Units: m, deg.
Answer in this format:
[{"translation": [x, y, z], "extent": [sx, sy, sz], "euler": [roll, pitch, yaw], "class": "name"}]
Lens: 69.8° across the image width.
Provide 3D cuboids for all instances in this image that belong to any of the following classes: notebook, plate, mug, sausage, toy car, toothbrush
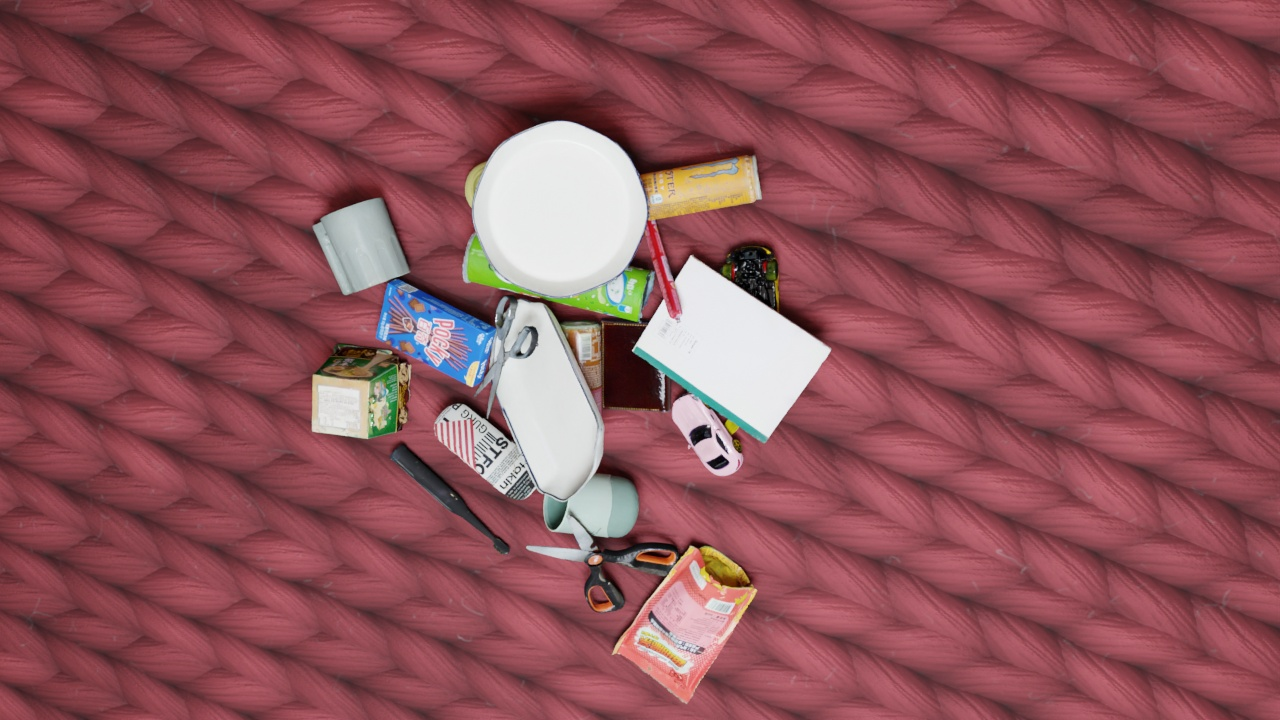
[{"translation": [0.110, -0.013, 1.150], "extent": [0.209, 0.012, 0.151], "euler": [35, 110, 9], "class": "notebook"}, {"translation": [-0.096, -0.178, 1.095], "extent": [0.205, 0.045, 0.205], "euler": [-1, 99, -8], "class": "plate"}, {"translation": [-0.370, -0.146, 1.203], "extent": [0.124, 0.083, 0.103], "euler": [-14, 102, 37], "class": "mug"}, {"translation": [-0.115, 0.047, 1.161], "extent": [0.162, 0.034, 0.265], "euler": [-49, 57, 38], "class": "plate"}, {"translation": [0.027, -0.118, 1.151], "extent": [0.020, 0.020, 0.155], "euler": [-19, 72, 11], "class": "sausage"}, {"translation": [0.142, -0.068, 1.158], "extent": [0.071, 0.041, 0.156], "euler": [-3, 99, 19], "class": "toy car"}, {"translation": [-0.263, 0.198, 1.280], "extent": [0.212, 0.026, 0.027], "euler": [44, 138, -4], "class": "toothbrush"}, {"translation": [0.085, 0.098, 1.198], "extent": [0.056, 0.037, 0.122], "euler": [-33, 94, 32], "class": "toy car"}, {"translation": [-0.070, 0.192, 1.217], "extent": [0.106, 0.112, 0.082], "euler": [10, 71, -27], "class": "mug"}]

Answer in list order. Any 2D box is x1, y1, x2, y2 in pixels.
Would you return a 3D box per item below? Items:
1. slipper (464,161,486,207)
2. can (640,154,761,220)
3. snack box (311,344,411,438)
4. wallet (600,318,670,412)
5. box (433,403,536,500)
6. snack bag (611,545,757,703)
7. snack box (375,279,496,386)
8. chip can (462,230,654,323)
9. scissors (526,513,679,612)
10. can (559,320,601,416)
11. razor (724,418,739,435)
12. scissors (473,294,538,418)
[{"translation": [-0.136, -0.224, 1.148], "extent": [0.191, 0.081, 0.091], "euler": [-12, 102, 13], "class": "slipper"}, {"translation": [0.073, -0.213, 1.131], "extent": [0.146, 0.058, 0.058], "euler": [-9, 100, 9], "class": "can"}, {"translation": [-0.381, 0.048, 1.223], "extent": [0.117, 0.105, 0.118], "euler": [6, 101, 7], "class": "snack box"}, {"translation": [-0.007, 0.007, 1.208], "extent": [0.096, 0.020, 0.122], "euler": [3, 102, 11], "class": "wallet"}, {"translation": [-0.205, 0.123, 1.252], "extent": [0.163, 0.079, 0.074], "euler": [37, 76, 1], "class": "box"}, {"translation": [0.062, 0.359, 1.252], "extent": [0.128, 0.073, 0.208], "euler": [32, 109, 5], "class": "snack bag"}, {"translation": [-0.272, -0.036, 1.212], "extent": [0.157, 0.026, 0.085], "euler": [26, 117, 11], "class": "snack box"}, {"translation": [-0.104, -0.108, 1.170], "extent": [0.236, 0.072, 0.072], "euler": [14, 103, 4], "class": "chip can"}, {"translation": [-0.050, 0.273, 1.213], "extent": [0.220, 0.021, 0.224], "euler": [-1, 129, -21], "class": "scissors"}, {"translation": [-0.080, 0.023, 1.201], "extent": [0.058, 0.057, 0.147], "euler": [2, 102, 7], "class": "can"}, {"translation": [0.141, 0.047, 1.193], "extent": [0.043, 0.028, 0.133], "euler": [29, 106, -3], "class": "razor"}, {"translation": [-0.179, -0.005, 1.196], "extent": [0.160, 0.014, 0.172], "euler": [-4, 90, 51], "class": "scissors"}]
